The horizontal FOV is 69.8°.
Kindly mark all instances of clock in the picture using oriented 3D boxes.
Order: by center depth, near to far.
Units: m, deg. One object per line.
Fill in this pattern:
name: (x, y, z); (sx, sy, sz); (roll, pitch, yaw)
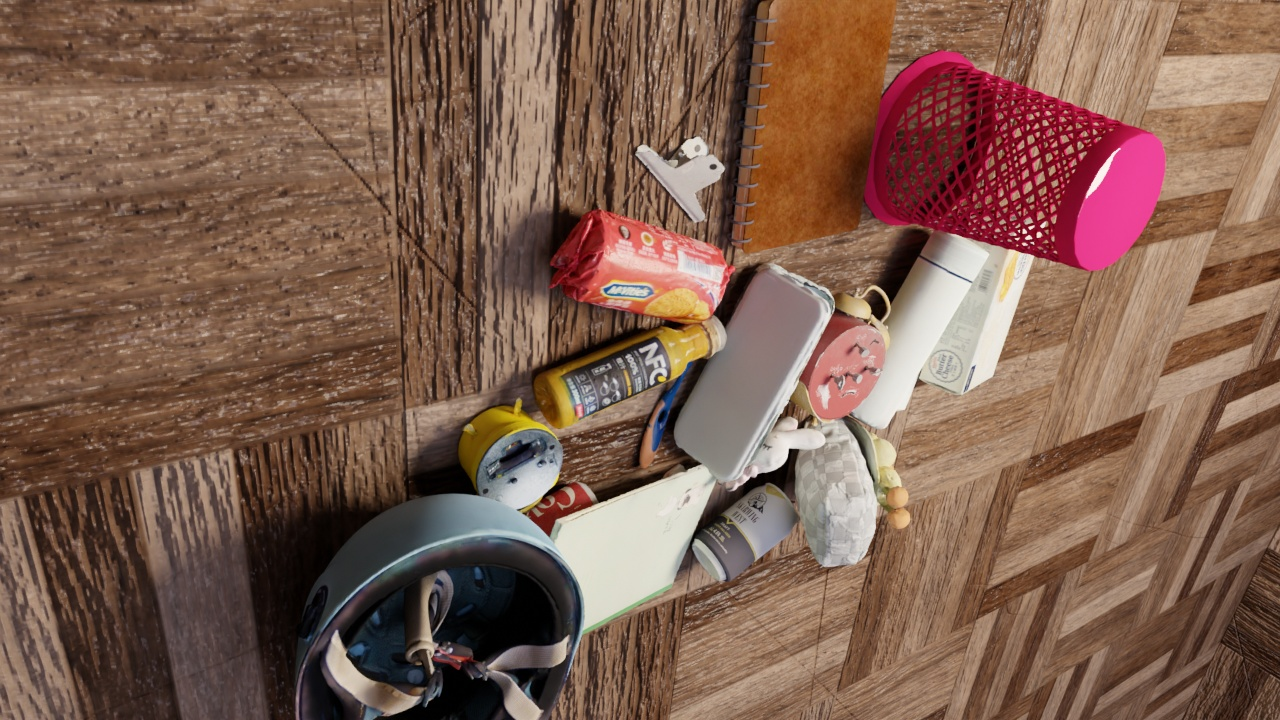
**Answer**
clock: (-0.113, 0.094, 0.810); (0.083, 0.057, 0.119); (-28, 129, -22)
clock: (0.216, -0.008, 0.982); (0.159, 0.081, 0.117); (-51, 134, -1)

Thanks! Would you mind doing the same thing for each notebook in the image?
notebook: (0.156, -0.219, 0.854); (0.167, 0.024, 0.226); (-16, 123, -31)
notebook: (-0.019, 0.200, 0.925); (0.251, 0.010, 0.182); (-12, 129, -50)

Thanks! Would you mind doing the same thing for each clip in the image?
clip: (0.044, -0.165, 0.798); (0.054, 0.038, 0.101); (-42, 135, 8)

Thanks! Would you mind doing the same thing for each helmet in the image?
helmet: (-0.171, 0.211, 0.752); (0.225, 0.166, 0.266); (11, 119, -31)

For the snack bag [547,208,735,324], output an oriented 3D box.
snack bag: (0.002, -0.080, 0.786); (0.176, 0.082, 0.082); (10, 108, -41)

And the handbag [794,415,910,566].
handbag: (0.234, 0.147, 1.023); (0.123, 0.171, 0.113); (2, 121, 4)

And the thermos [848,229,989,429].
thermos: (0.304, -0.035, 1.034); (0.067, 0.068, 0.230); (12, 112, -41)

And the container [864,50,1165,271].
container: (0.361, -0.185, 0.889); (0.182, 0.226, 0.183); (-18, 125, -28)

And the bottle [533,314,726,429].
bottle: (-0.005, 0.005, 0.841); (0.185, 0.053, 0.053); (-23, 127, -25)

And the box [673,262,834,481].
box: (0.109, 0.017, 0.888); (0.107, 0.109, 0.216); (23, 101, -6)

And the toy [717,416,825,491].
toy: (0.133, 0.098, 0.989); (0.125, 0.076, 0.037); (-28, 110, -21)

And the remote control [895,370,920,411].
remote control: (0.318, -0.007, 1.098); (0.049, 0.024, 0.143); (6, 107, -44)

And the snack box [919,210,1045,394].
snack box: (0.405, -0.070, 1.091); (0.104, 0.057, 0.208); (-18, 126, -47)

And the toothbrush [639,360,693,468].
toothbrush: (0.024, 0.048, 0.918); (0.021, 0.017, 0.135); (7, 113, -36)

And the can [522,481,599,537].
can: (-0.087, 0.158, 0.870); (0.096, 0.054, 0.054); (-27, 129, -22)

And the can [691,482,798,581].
can: (0.123, 0.191, 1.039); (0.127, 0.064, 0.064); (-34, 131, -17)

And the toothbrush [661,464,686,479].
toothbrush: (-0.023, 0.164, 0.947); (0.181, 0.018, 0.016); (-34, 132, -16)
